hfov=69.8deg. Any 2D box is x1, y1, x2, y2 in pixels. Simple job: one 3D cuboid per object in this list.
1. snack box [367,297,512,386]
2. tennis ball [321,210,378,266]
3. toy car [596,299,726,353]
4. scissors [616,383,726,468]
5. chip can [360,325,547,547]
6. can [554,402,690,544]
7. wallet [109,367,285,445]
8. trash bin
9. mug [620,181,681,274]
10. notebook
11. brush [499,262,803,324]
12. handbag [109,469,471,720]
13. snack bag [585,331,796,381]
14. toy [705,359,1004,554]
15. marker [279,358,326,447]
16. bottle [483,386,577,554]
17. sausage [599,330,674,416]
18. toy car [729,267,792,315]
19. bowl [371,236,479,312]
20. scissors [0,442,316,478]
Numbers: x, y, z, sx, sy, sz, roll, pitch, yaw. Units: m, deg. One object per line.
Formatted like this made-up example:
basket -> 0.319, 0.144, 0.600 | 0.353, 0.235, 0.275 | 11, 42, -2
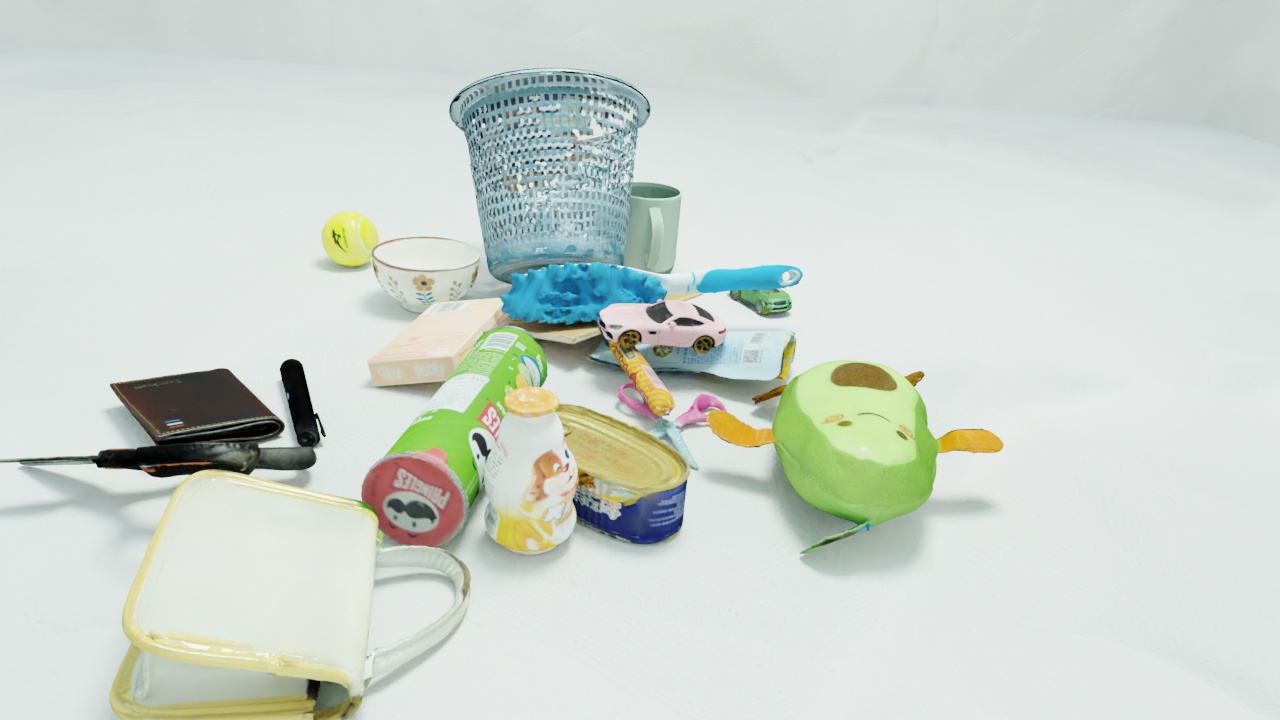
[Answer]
snack box -> -0.185, -0.021, 0.871 | 0.084, 0.026, 0.157 | -4, 23, 14
tennis ball -> -0.345, -0.145, 1.089 | 0.065, 0.065, 0.065 | 4, 24, -2
toy car -> 0.021, -0.035, 0.849 | 0.122, 0.037, 0.056 | 3, 26, -17
scissors -> 0.029, 0.053, 0.785 | 0.128, 0.017, 0.133 | -2, 29, -22
chip can -> -0.130, 0.046, 0.699 | 0.072, 0.072, 0.235 | 7, 24, 6
can -> -0.031, 0.080, 0.671 | 0.148, 0.049, 0.074 | 22, 29, 33
wallet -> -0.354, 0.037, 0.733 | 0.096, 0.020, 0.122 | -5, 22, -43
trash bin -> -0.098, -0.189, 1.028 | 0.226, 0.195, 0.226 | -2, -6, 0
mug -> 0.009, -0.154, 1.124 | 0.082, 0.106, 0.111 | 0, 24, -13
notebook -> -0.052, -0.055, 0.981 | 0.148, 0.008, 0.207 | 9, 22, 39
brush -> 0.020, -0.076, 0.932 | 0.314, 0.060, 0.109 | -3, 10, -2
handbag -> -0.184, 0.139, 0.519 | 0.178, 0.063, 0.163 | 13, 21, -18
snack bag -> 0.051, -0.011, 0.897 | 0.191, 0.039, 0.110 | 4, 31, 17
toy -> 0.165, 0.055, 0.715 | 0.227, 0.090, 0.246 | 0, 21, 5
marker -> -0.283, 0.033, 0.763 | 0.022, 0.020, 0.132 | -23, 33, -16
bottle -> -0.073, 0.073, 0.607 | 0.063, 0.108, 0.063 | 3, 25, -2
sausage -> -0.005, 0.005, 0.825 | 0.021, 0.021, 0.165 | -5, 30, -21
toy car -> 0.140, -0.081, 1.077 | 0.043, 0.036, 0.091 | -9, 31, -30
bowl -> -0.231, -0.089, 0.993 | 0.113, 0.062, 0.113 | 4, 26, -2
scissors -> -0.331, 0.070, 0.628 | 0.221, 0.021, 0.221 | -7, -9, 40
